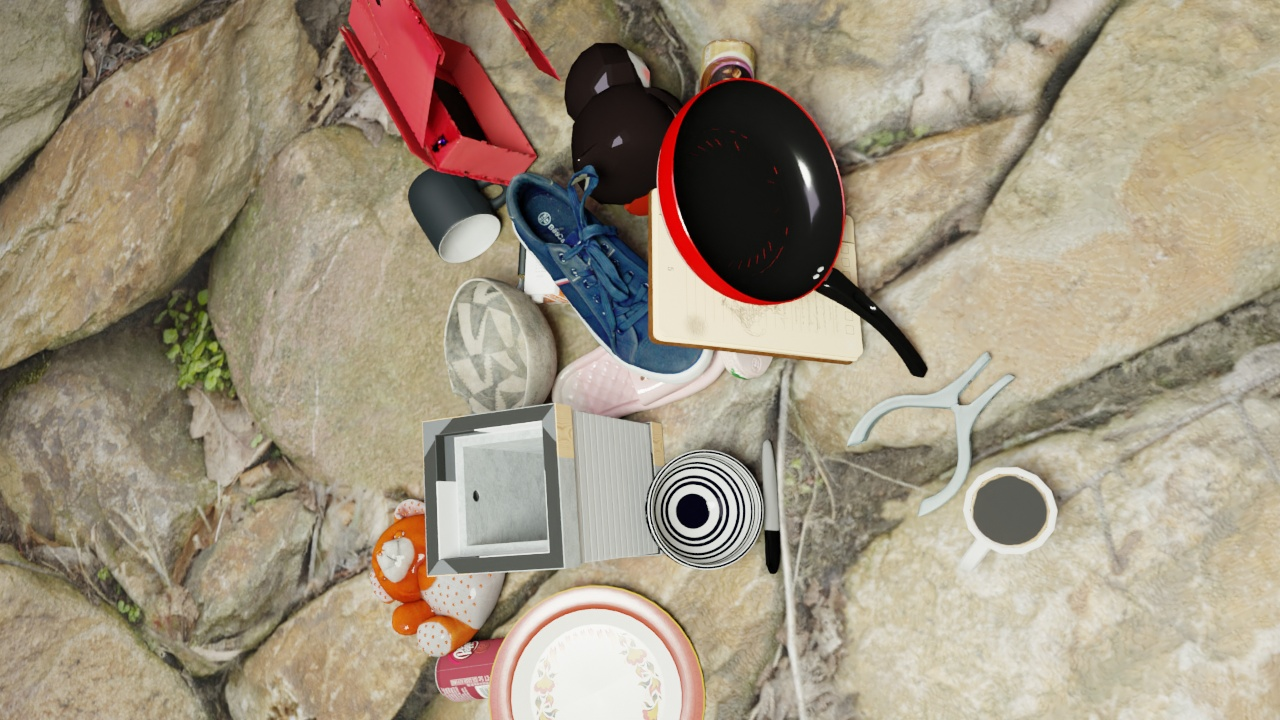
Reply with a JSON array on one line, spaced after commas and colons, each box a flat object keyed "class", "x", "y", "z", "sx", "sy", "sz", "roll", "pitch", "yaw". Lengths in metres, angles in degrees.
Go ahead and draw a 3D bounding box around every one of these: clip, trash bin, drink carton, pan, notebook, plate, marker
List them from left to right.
[{"class": "drink carton", "x": -0.102, "y": -0.126, "z": 1.078, "sx": 0.040, "sy": 0.058, "sz": 0.122, "roll": -1, "pitch": 82, "yaw": 24}, {"class": "trash bin", "x": -0.085, "y": 0.134, "z": 0.929, "sx": 0.143, "sy": 0.246, "sz": 0.142, "roll": -9, "pitch": 79, "yaw": 23}, {"class": "plate", "x": -0.046, "y": 0.356, "z": 0.978, "sx": 0.230, "sy": 0.021, "sz": 0.229, "roll": -1, "pitch": 82, "yaw": 4}, {"class": "notebook", "x": 0.115, "y": -0.088, "z": 0.906, "sx": 0.024, "sy": 0.225, "sz": 0.167, "roll": 148, "pitch": 125, "yaw": -64}, {"class": "marker", "x": 0.134, "y": 0.151, "z": 0.953, "sx": 0.016, "sy": 0.022, "sz": 0.138, "roll": -6, "pitch": 81, "yaw": 29}, {"class": "pan", "x": 0.153, "y": -0.104, "z": 0.874, "sx": 0.067, "sy": 0.356, "sz": 0.208, "roll": -11, "pitch": 38, "yaw": 55}, {"class": "clip", "x": 0.267, "y": 0.051, "z": 0.906, "sx": 0.159, "sy": 0.030, "sz": 0.174, "roll": 29, "pitch": 94, "yaw": 23}]

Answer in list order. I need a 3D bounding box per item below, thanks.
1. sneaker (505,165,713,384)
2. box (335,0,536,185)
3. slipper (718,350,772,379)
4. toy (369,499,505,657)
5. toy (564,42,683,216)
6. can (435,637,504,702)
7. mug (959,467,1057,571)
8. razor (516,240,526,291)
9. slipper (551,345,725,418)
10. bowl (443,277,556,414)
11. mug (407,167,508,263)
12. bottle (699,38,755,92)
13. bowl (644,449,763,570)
[{"class": "sneaker", "x": -0.038, "y": -0.098, "z": 0.958, "sx": 0.120, "sy": 0.127, "sz": 0.294, "roll": -44, "pitch": 75, "yaw": 0}, {"class": "box", "x": -0.259, "y": -0.328, "z": 1.039, "sx": 0.121, "sy": 0.318, "sz": 0.211, "roll": -34, "pitch": 68, "yaw": 7}, {"class": "slipper", "x": 0.091, "y": -0.098, "z": 0.965, "sx": 0.065, "sy": 0.094, "sz": 0.239, "roll": -9, "pitch": 74, "yaw": 39}, {"class": "toy", "x": -0.244, "y": 0.242, "z": 1.070, "sx": 0.173, "sy": 0.093, "sz": 0.163, "roll": 19, "pitch": 84, "yaw": 28}, {"class": "toy", "x": -0.034, "y": -0.275, "z": 1.025, "sx": 0.160, "sy": 0.140, "sz": 0.184, "roll": -41, "pitch": 58, "yaw": 41}, {"class": "can", "x": -0.170, "y": 0.348, "z": 1.037, "sx": 0.114, "sy": 0.063, "sz": 0.063, "roll": -15, "pitch": 77, "yaw": 22}, {"class": "mug", "x": 0.326, "y": 0.147, "z": 0.830, "sx": 0.073, "sy": 0.089, "sz": 0.105, "roll": 39, "pitch": 98, "yaw": 24}, {"class": "razor", "x": -0.145, "y": -0.131, "z": 1.121, "sx": 0.043, "sy": 0.022, "sz": 0.144, "roll": -10, "pitch": 70, "yaw": 63}, {"class": "slipper", "x": -0.006, "y": 0.006, "z": 1.019, "sx": 0.222, "sy": 0.055, "sz": 0.106, "roll": -25, "pitch": 71, "yaw": 19}, {"class": "bowl", "x": -0.149, "y": -0.010, "z": 1.061, "sx": 0.179, "sy": 0.081, "sz": 0.178, "roll": 16, "pitch": 112, "yaw": 47}, {"class": "mug", "x": -0.217, "y": -0.192, "z": 1.135, "sx": 0.121, "sy": 0.085, "sz": 0.094, "roll": -31, "pitch": 69, "yaw": -13}, {"class": "bottle", "x": 0.093, "y": -0.265, "z": 1.012, "sx": 0.060, "sy": 0.059, "sz": 0.166, "roll": 3, "pitch": 88, "yaw": 24}, {"class": "bowl", "x": 0.061, "y": 0.156, "z": 0.954, "sx": 0.120, "sy": 0.066, "sz": 0.120, "roll": 2, "pitch": 79, "yaw": -10}]
